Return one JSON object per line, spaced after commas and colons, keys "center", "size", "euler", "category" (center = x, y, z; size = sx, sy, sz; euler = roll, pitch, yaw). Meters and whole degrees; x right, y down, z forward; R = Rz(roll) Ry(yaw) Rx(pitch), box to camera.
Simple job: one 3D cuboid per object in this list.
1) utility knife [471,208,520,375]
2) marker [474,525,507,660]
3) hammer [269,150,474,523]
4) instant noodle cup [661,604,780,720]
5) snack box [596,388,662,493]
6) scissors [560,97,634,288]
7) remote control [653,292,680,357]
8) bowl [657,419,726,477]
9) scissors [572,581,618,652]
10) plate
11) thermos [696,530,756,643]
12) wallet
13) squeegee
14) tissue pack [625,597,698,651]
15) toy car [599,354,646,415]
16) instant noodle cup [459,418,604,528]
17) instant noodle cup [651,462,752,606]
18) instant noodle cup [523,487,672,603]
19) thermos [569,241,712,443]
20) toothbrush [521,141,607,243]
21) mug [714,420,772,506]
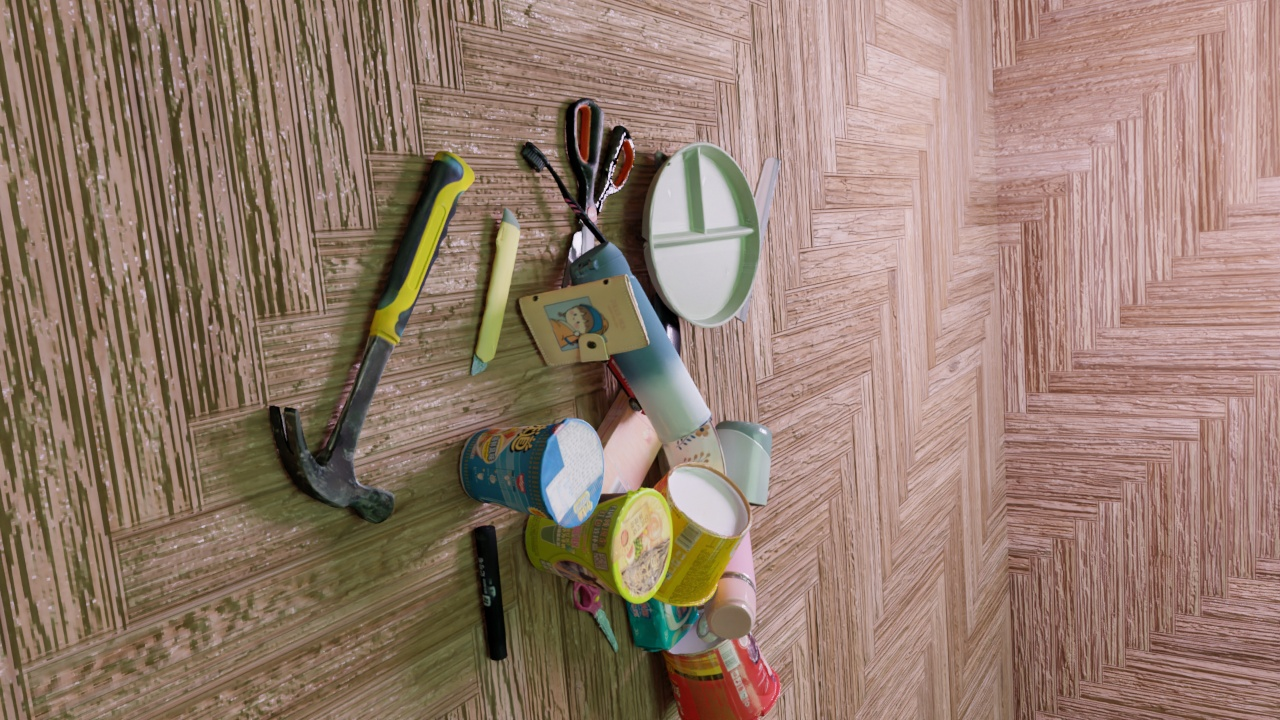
{"center": [-0.138, -0.065, 0.886], "size": [0.031, 0.018, 0.166], "euler": [22, 70, -50], "category": "utility knife"}
{"center": [-0.142, 0.222, 0.880], "size": [0.022, 0.020, 0.132], "euler": [-31, 117, -71], "category": "marker"}
{"center": [-0.209, -0.037, 0.767], "size": [0.126, 0.032, 0.322], "euler": [42, 56, -49], "category": "hammer"}
{"center": [0.094, 0.376, 1.140], "size": [0.137, 0.138, 0.108], "euler": [-38, 113, -50], "category": "instant noodle cup"}
{"center": [-0.018, 0.101, 1.058], "size": [0.084, 0.026, 0.156], "euler": [61, 43, -34], "category": "snack box"}
{"center": [-0.046, -0.174, 1.019], "size": [0.189, 0.022, 0.229], "euler": [-23, 109, -54], "category": "scissors"}
{"center": [0.033, -0.021, 1.116], "size": [0.053, 0.024, 0.136], "euler": [36, 49, -53], "category": "remote control"}
{"center": [0.058, 0.123, 1.124], "size": [0.062, 0.113, 0.113], "euler": [-13, 104, -12], "category": "bowl"}
{"center": [-0.047, 0.285, 1.030], "size": [0.056, 0.017, 0.133], "euler": [-59, 140, -46], "category": "scissors"}
{"center": [0.077, -0.155, 1.145], "size": [0.229, 0.028, 0.230], "euler": [-4, 95, -48], "category": "plate"}
{"center": [0.102, 0.265, 1.142], "size": [0.067, 0.087, 0.198], "euler": [35, 23, -15], "category": "thermos"}
{"center": [-0.055, -0.037, 0.926], "size": [0.024, 0.115, 0.087], "euler": [-76, 151, -60], "category": "wallet"}
{"center": [0.084, -0.209, 1.200], "size": [0.249, 0.040, 0.247], "euler": [28, 71, -47], "category": "squeegee"}
{"center": [0.024, 0.273, 1.101], "size": [0.093, 0.050, 0.133], "euler": [-33, 117, -53], "category": "tissue pack"}
{"center": [-0.006, 0.006, 1.036], "size": [0.052, 0.045, 0.120], "euler": [-45, 108, -40], "category": "toy car"}
{"center": [-0.105, 0.100, 0.853], "size": [0.099, 0.110, 0.099], "euler": [-1, 91, -57], "category": "instant noodle cup"}
{"center": [0.052, 0.189, 1.034], "size": [0.137, 0.138, 0.110], "euler": [-26, 153, -53], "category": "instant noodle cup"}
{"center": [-0.048, 0.180, 0.928], "size": [0.111, 0.124, 0.111], "euler": [-2, 92, -58], "category": "instant noodle cup"}
{"center": [-0.001, -0.020, 0.975], "size": [0.070, 0.070, 0.220], "euler": [-39, 104, -49], "category": "thermos"}
{"center": [-0.064, -0.154, 0.971], "size": [0.189, 0.014, 0.017], "euler": [50, 60, -29], "category": "toothbrush"}
{"center": [0.121, 0.136, 1.231], "size": [0.111, 0.082, 0.106], "euler": [12, 79, -24], "category": "mug"}
